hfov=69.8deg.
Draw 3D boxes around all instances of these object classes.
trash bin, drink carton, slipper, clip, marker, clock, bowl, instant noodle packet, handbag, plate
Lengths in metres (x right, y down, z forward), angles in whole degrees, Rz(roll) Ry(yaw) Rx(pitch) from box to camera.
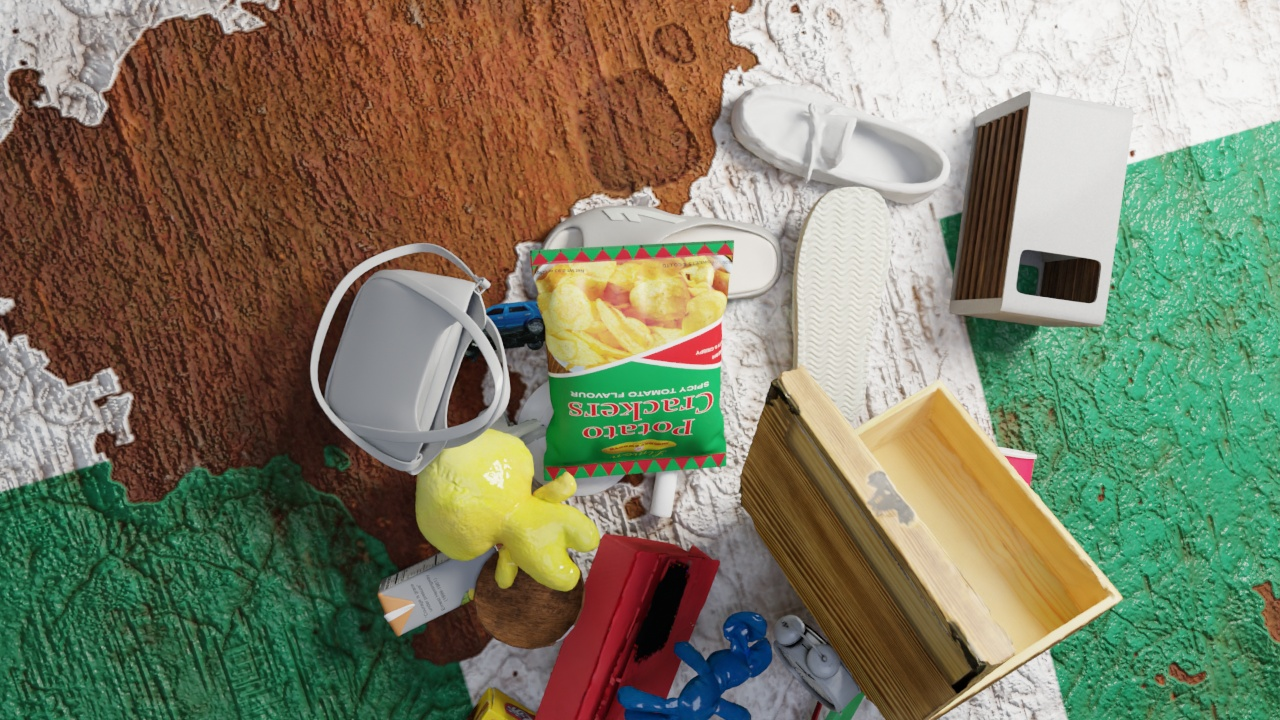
[{"bbox_3d":[0.430,-0.157,0.995,0.114,0.114,0.229,7,92,-8],"label":"trash bin"},{"bbox_3d":[-0.204,0.229,0.950,0.124,0.076,0.048,-25,95,-10],"label":"drink carton"},{"bbox_3d":[0.215,-0.057,1.004,0.115,0.052,0.263,1,103,-10],"label":"slipper"},{"bbox_3d":[-0.151,0.080,0.966,0.102,0.058,0.052,-26,111,2],"label":"clip"},{"bbox_3d":[0.216,-0.232,0.991,0.247,0.075,0.112,18,74,-6],"label":"slipper"},{"bbox_3d":[0.034,0.103,1.000,0.027,0.023,0.133,8,92,-29],"label":"marker"},{"bbox_3d":[0.027,-0.105,0.961,0.265,0.080,0.113,2,95,-8],"label":"slipper"},{"bbox_3d":[0.173,0.300,0.916,0.035,0.094,0.123,-41,134,-14],"label":"clock"},{"bbox_3d":[-0.107,0.234,0.910,0.114,0.026,0.101,10,70,16],"label":"bowl"},{"bbox_3d":[-0.005,0.005,0.924,0.195,0.090,0.253,-4,115,-7],"label":"instant noodle packet"},{"bbox_3d":[-0.204,-0.003,0.871,0.095,0.223,0.216,19,88,-52],"label":"handbag"},{"bbox_3d":[-0.066,0.080,0.992,0.134,0.011,0.134,0,93,-8],"label":"plate"}]

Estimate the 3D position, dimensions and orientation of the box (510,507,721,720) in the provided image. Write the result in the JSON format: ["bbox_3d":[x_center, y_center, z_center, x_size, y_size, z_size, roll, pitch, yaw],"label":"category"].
[{"bbox_3d":[-0.036,0.278,0.968,0.153,0.164,0.213,21,90,36],"label":"box"}]

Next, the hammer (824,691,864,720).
[{"bbox_3d":[0.191,0.432,0.992,0.130,0.032,0.318,39,78,-34],"label":"hammer"}]

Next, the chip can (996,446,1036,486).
[{"bbox_3d":[0.390,0.209,1.030,0.069,0.069,0.220,8,92,-8],"label":"chip can"}]

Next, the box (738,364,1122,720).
[{"bbox_3d":[0.245,0.159,0.834,0.286,0.335,0.279,-31,63,-4],"label":"box"}]

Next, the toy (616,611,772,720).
[{"bbox_3d":[0.065,0.300,0.876,0.176,0.071,0.113,-22,120,-24],"label":"toy"}]

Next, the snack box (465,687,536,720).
[{"bbox_3d":[-0.155,0.419,0.970,0.083,0.061,0.105,35,87,-8],"label":"snack box"}]

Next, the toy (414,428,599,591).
[{"bbox_3d":[-0.139,0.143,0.895,0.207,0.092,0.133,31,84,5],"label":"toy"}]

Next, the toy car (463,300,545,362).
[{"bbox_3d":[-0.142,-0.033,0.957,0.120,0.056,0.043,-10,71,-12],"label":"toy car"}]
